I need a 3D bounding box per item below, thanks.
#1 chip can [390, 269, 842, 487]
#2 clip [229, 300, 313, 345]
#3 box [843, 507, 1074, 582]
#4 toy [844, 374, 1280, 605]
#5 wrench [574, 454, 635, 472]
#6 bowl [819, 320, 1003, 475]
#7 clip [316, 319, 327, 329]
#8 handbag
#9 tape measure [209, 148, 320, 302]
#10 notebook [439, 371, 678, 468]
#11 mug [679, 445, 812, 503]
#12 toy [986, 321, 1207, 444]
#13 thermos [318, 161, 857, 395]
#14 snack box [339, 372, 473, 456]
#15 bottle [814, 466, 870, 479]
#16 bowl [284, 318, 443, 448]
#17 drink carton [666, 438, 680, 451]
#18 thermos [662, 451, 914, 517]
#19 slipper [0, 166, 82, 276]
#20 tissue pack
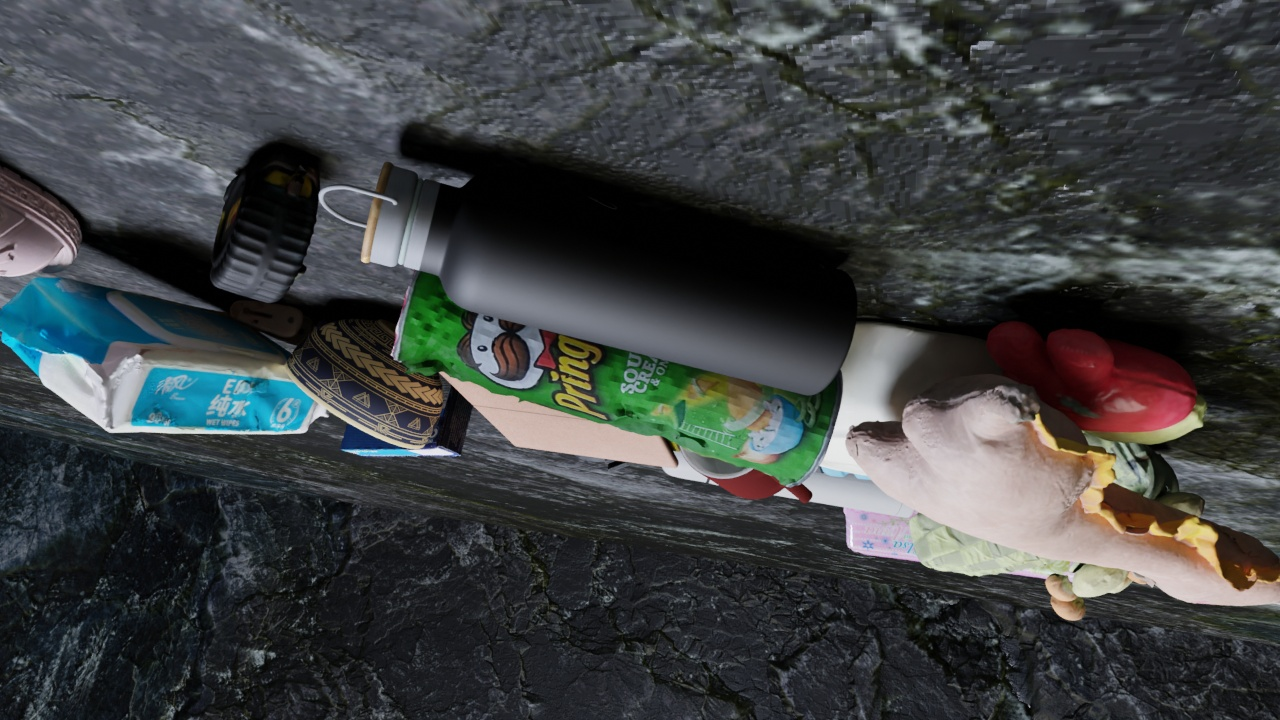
[{"bbox_3d":[-0.009,0.001,0.473,0.223,0.075,0.075,18,164,-7],"label":"chip can"},{"bbox_3d":[-0.272,-0.031,0.669,0.061,0.024,0.043,15,165,-3],"label":"clip"},{"bbox_3d":[0.316,0.142,0.866,0.231,0.085,0.096,3,-164,23],"label":"box"},{"bbox_3d":[0.238,0.076,0.459,0.264,0.065,0.196,21,167,-7],"label":"toy"},{"bbox_3d":[0.065,0.064,0.759,0.274,0.072,0.018,-4,123,26],"label":"wrench"},{"bbox_3d":[0.148,0.034,0.569,0.219,0.060,0.188,9,165,3],"label":"bowl"},{"bbox_3d":[-0.236,-0.020,0.709,0.036,0.013,0.053,8,168,12],"label":"clip"},{"bbox_3d":[0.286,0.118,0.635,0.187,0.116,0.113,-31,149,29],"label":"handbag"},{"bbox_3d":[-0.171,-0.059,0.424,0.038,0.062,0.067,19,161,-34],"label":"tape measure"},{"bbox_3d":[-0.057,0.036,0.665,0.141,0.008,0.209,6,159,14],"label":"notebook"},{"bbox_3d":[0.086,0.069,0.675,0.106,0.073,0.082,40,180,29],"label":"mug"},{"bbox_3d":[0.226,0.012,0.461,0.135,0.045,0.092,23,164,-34],"label":"toy"},{"bbox_3d":[-0.022,-0.040,0.402,0.231,0.061,0.061,14,165,-14],"label":"thermos"},{"bbox_3d":[-0.192,0.039,0.762,0.150,0.082,0.027,-4,158,44],"label":"snack box"},{"bbox_3d":[0.190,0.075,0.728,0.130,0.040,0.040,2,163,28],"label":"bottle"},{"bbox_3d":[-0.186,0.006,0.655,0.112,0.061,0.112,34,-178,-2],"label":"bowl"},{"bbox_3d":[-0.034,0.037,0.732,0.135,0.042,0.058,7,160,12],"label":"drink carton"},{"bbox_3d":[0.131,0.095,0.815,0.224,0.052,0.052,10,165,2],"label":"thermos"},{"bbox_3d":[-0.384,-0.083,0.474,0.094,0.064,0.239,9,163,3],"label":"slipper"},{"bbox_3d":[-0.315,0.004,0.640,0.117,0.066,0.209,30,-176,22],"label":"tissue pack"}]
